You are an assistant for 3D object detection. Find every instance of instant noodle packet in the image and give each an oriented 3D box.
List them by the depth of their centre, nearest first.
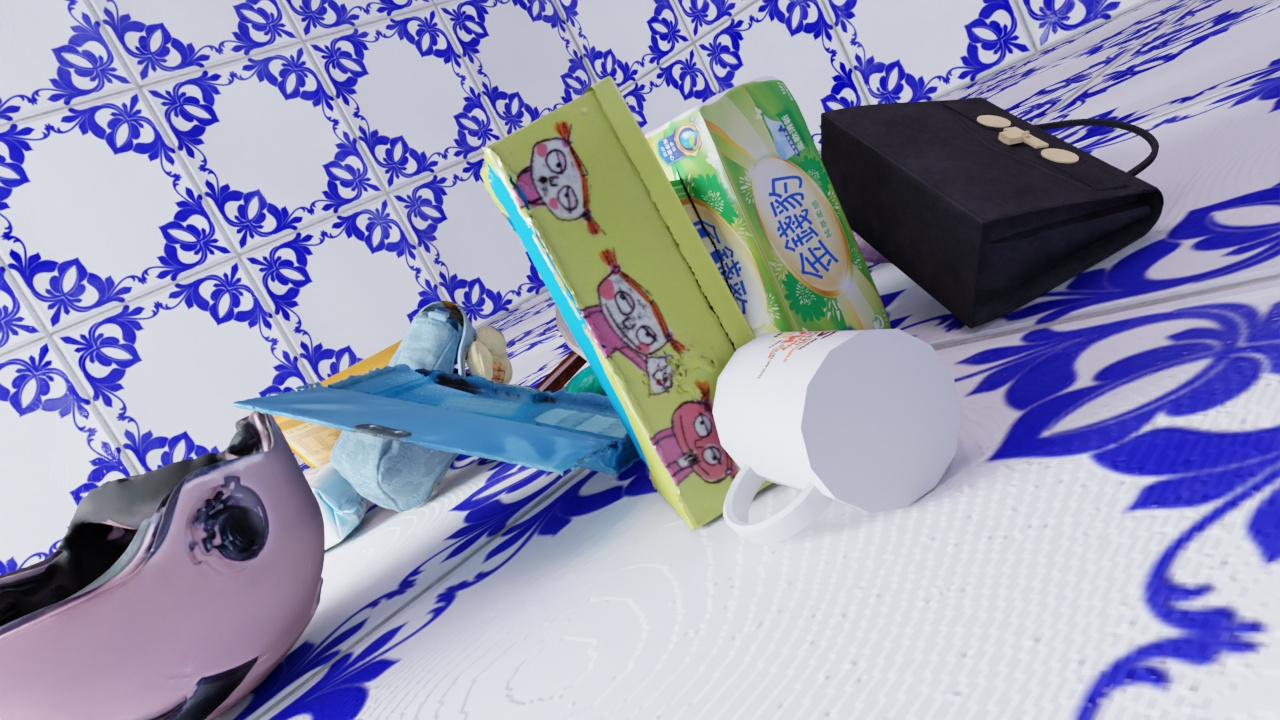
[{"bbox_3d":[-0.273,0.070,0.945,0.159,0.032,0.221,-29,-30,-7],"label":"instant noodle packet"}]

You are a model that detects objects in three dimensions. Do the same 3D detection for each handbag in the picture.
[{"bbox_3d":[0.248,-0.123,0.599,0.195,0.072,0.175,-18,38,-11],"label":"handbag"},{"bbox_3d":[-0.188,0.047,0.843,0.119,0.122,0.191,18,62,19],"label":"handbag"}]

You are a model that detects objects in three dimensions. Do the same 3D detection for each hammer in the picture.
[{"bbox_3d":[-0.047,-0.019,0.938,0.300,0.028,0.111,-46,18,-21],"label":"hammer"}]

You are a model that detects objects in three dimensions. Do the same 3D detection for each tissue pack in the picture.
[{"bbox_3d":[0.053,-0.066,0.603,0.141,0.197,0.120,-30,3,-27],"label":"tissue pack"},{"bbox_3d":[-0.341,0.159,0.888,0.182,0.070,0.112,-24,10,5],"label":"tissue pack"}]

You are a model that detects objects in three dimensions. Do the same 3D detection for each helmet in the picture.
[{"bbox_3d":[-0.305,0.153,0.565,0.230,0.152,0.255,-24,13,10],"label":"helmet"}]

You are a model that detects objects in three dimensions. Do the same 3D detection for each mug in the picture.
[{"bbox_3d":[0.076,0.036,0.411,0.105,0.073,0.090,-56,16,-10],"label":"mug"}]

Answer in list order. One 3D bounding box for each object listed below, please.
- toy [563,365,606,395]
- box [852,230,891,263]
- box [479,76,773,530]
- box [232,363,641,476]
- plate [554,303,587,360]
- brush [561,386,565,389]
[{"bbox_3d":[-0.004,0.004,0.716,0.193,0.072,0.130,-36,-18,9],"label":"toy"},{"bbox_3d":[0.232,-0.120,0.729,0.160,0.035,0.229,1,22,25],"label":"box"},{"bbox_3d":[-0.002,-0.031,0.500,0.081,0.221,0.124,-28,8,-7],"label":"box"},{"bbox_3d":[-0.119,0.042,0.606,0.232,0.033,0.174,9,11,21],"label":"box"},{"bbox_3d":[0.013,-0.051,0.892,0.189,0.027,0.188,-4,48,5],"label":"plate"},{"bbox_3d":[-0.092,0.040,0.998,0.152,0.012,0.038,-21,12,31],"label":"brush"}]
